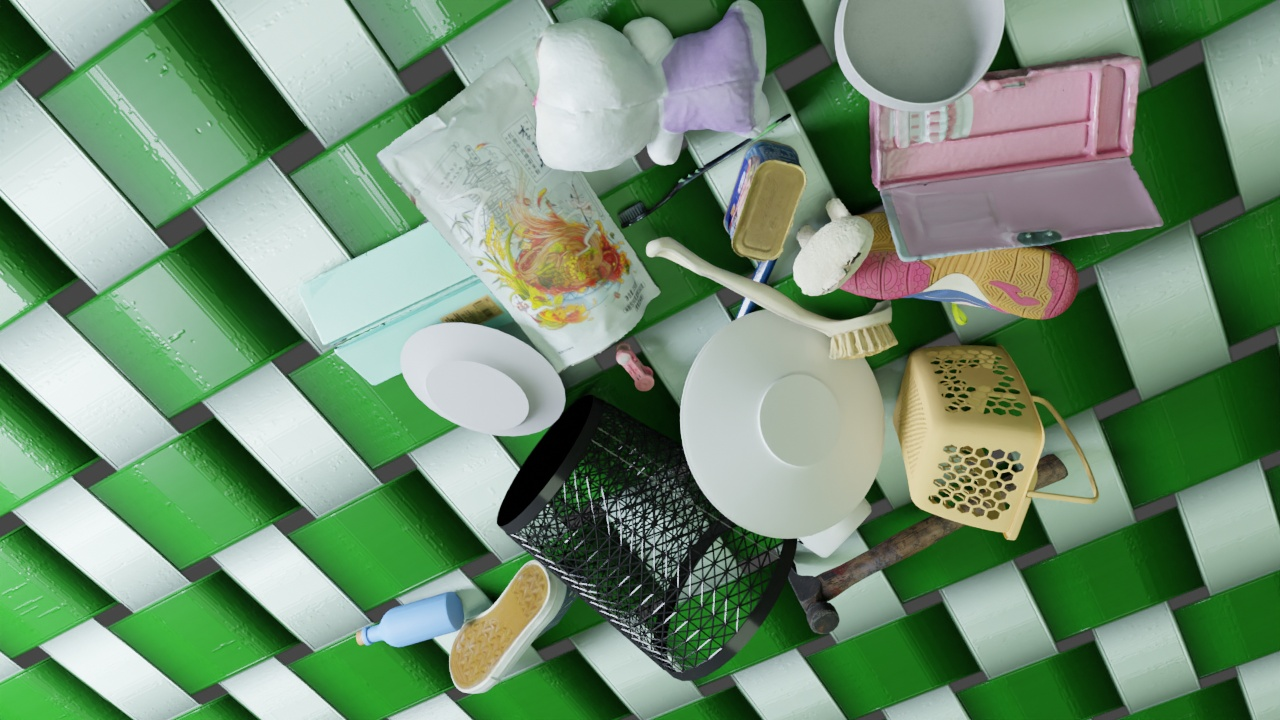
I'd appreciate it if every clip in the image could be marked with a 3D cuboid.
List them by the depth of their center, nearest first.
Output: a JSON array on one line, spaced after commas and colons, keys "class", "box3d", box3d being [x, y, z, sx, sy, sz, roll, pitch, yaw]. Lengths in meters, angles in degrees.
[{"class": "clip", "box3d": [-0.006, 0.002, 0.960, 0.023, 0.041, 0.059, -27, 128, 17]}]

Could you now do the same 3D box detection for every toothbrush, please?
[{"class": "toothbrush", "box3d": [0.057, -0.178, 0.855, 0.188, 0.014, 0.017, -31, 108, 15]}, {"class": "toothbrush", "box3d": [0.102, -0.035, 0.936, 0.016, 0.017, 0.190, 16, 118, -11]}]

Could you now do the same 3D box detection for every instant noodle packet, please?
[{"class": "instant noodle packet", "box3d": [-0.100, -0.123, 0.851, 0.146, 0.057, 0.269, -39, 117, -6]}]

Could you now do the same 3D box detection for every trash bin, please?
[{"class": "trash bin", "box3d": [-0.002, 0.170, 0.952, 0.243, 0.216, 0.217, 37, 113, -13]}]

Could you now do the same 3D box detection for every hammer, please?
[{"class": "hammer", "box3d": [0.321, 0.189, 1.038, 0.330, 0.120, 0.033, -29, 118, 4]}]

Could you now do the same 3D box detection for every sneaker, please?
[{"class": "sneaker", "box3d": [0.286, -0.089, 0.882, 0.242, 0.090, 0.116, 13, 113, 14]}, {"class": "sneaker", "box3d": [-0.146, 0.324, 1.107, 0.079, 0.087, 0.236, 11, 130, -44]}]

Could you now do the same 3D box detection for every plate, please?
[{"class": "plate", "box3d": [0.151, 0.060, 0.902, 0.229, 0.030, 0.229, 2, 83, -19]}, {"class": "plate", "box3d": [-0.163, 0.030, 0.930, 0.173, 0.019, 0.173, 8, 139, 7]}]

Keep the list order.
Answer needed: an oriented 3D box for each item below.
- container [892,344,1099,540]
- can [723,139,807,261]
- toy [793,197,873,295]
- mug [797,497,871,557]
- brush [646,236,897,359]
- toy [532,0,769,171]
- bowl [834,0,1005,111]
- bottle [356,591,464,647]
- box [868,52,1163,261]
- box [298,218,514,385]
[{"class": "container", "box3d": [0.351, 0.071, 0.908, 0.167, 0.183, 0.129, 8, 119, 3]}, {"class": "can", "box3d": [0.115, -0.146, 0.848, 0.054, 0.059, 0.100, 12, 119, -8]}, {"class": "toy", "box3d": [0.176, -0.095, 0.838, 0.050, 0.112, 0.087, 22, 127, -34]}, {"class": "mug", "box3d": [0.198, 0.173, 1.025, 0.076, 0.090, 0.124, 44, 150, 14]}, {"class": "brush", "box3d": [0.130, -0.061, 0.884, 0.272, 0.077, 0.062, 19, 153, -16]}, {"class": "toy", "box3d": [0.009, -0.228, 0.788, 0.209, 0.085, 0.138, -9, 121, -2]}, {"class": "bowl", "box3d": [0.227, -0.274, 0.765, 0.132, 0.064, 0.132, 0, 97, 3]}, {"class": "bottle", "box3d": [-0.283, 0.321, 1.114, 0.131, 0.048, 0.048, -18, 119, 9]}, {"class": "box", "box3d": [0.328, -0.178, 0.823, 0.233, 0.075, 0.172, -6, 87, 2]}, {"class": "box", "box3d": [-0.227, -0.055, 0.905, 0.187, 0.056, 0.138, -25, 111, 13]}]
